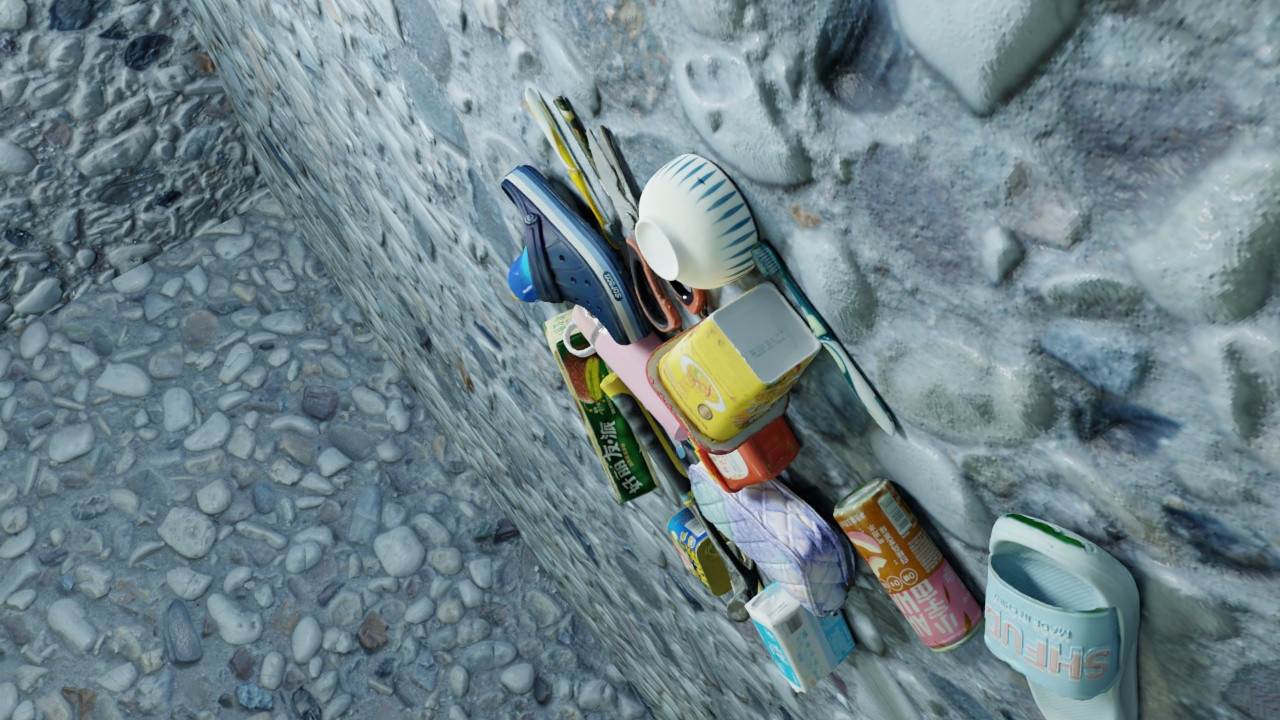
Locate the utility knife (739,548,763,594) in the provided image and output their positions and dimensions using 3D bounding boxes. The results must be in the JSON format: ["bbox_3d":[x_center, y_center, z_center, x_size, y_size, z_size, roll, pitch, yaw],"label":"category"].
[{"bbox_3d":[0.165,0.318,1.246,0.198,0.021,0.031,59,167,-22],"label":"utility knife"}]

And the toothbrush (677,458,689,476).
[{"bbox_3d":[0.060,0.144,1.204,0.189,0.021,0.029,48,-163,18],"label":"toothbrush"}]

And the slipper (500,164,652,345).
[{"bbox_3d":[-0.086,-0.113,1.006,0.252,0.095,0.105,52,180,21],"label":"slipper"}]

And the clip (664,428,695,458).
[{"bbox_3d":[0.046,0.094,1.159,0.058,0.041,0.026,55,162,7],"label":"clip"}]

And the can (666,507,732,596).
[{"bbox_3d":[0.088,0.262,1.267,0.083,0.057,0.102,30,147,56],"label":"can"}]

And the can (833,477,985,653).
[{"bbox_3d":[0.230,0.175,0.791,0.147,0.057,0.058,55,161,4],"label":"can"}]

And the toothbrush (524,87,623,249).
[{"bbox_3d":[-0.069,-0.201,0.963,0.018,0.016,0.191,-11,113,57],"label":"toothbrush"}]

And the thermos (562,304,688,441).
[{"bbox_3d":[-0.006,0.006,1.039,0.198,0.087,0.067,46,177,22],"label":"thermos"}]

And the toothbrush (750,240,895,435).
[{"bbox_3d":[0.147,-0.017,0.742,0.191,0.018,0.016,55,160,3],"label":"toothbrush"}]

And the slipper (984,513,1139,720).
[{"bbox_3d":[0.297,0.207,0.663,0.104,0.074,0.245,29,149,54],"label":"slipper"}]

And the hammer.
[{"bbox_3d":[0.051,0.152,1.103,0.323,0.032,0.126,58,-160,-7],"label":"hammer"}]

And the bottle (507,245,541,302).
[{"bbox_3d":[-0.135,-0.112,1.183,0.065,0.065,0.219,57,160,-3],"label":"bottle"}]

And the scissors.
[{"bbox_3d":[0.007,-0.124,0.889,0.197,0.015,0.206,35,140,28],"label":"scissors"}]

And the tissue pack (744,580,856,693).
[{"bbox_3d":[0.185,0.305,1.058,0.063,0.089,0.140,16,137,61],"label":"tissue pack"}]

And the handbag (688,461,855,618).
[{"bbox_3d":[0.140,0.177,0.984,0.194,0.075,0.134,40,160,41],"label":"handbag"}]

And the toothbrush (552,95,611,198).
[{"bbox_3d":[-0.038,-0.180,0.919,0.012,0.017,0.186,-15,109,56],"label":"toothbrush"}]

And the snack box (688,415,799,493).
[{"bbox_3d":[0.103,0.079,0.912,0.091,0.081,0.080,58,151,-8],"label":"snack box"}]

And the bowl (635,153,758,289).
[{"bbox_3d":[0.038,-0.109,0.780,0.116,0.066,0.117,46,158,24],"label":"bowl"}]

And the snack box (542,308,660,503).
[{"bbox_3d":[-0.050,0.057,1.191,0.114,0.063,0.240,-123,11,-68],"label":"snack box"}]

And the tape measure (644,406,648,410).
[{"bbox_3d":[0.003,0.028,1.131,0.066,0.033,0.066,38,154,44],"label":"tape measure"}]

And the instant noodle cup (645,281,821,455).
[{"bbox_3d":[0.084,0.003,0.799,0.116,0.116,0.124,53,149,10],"label":"instant noodle cup"}]
